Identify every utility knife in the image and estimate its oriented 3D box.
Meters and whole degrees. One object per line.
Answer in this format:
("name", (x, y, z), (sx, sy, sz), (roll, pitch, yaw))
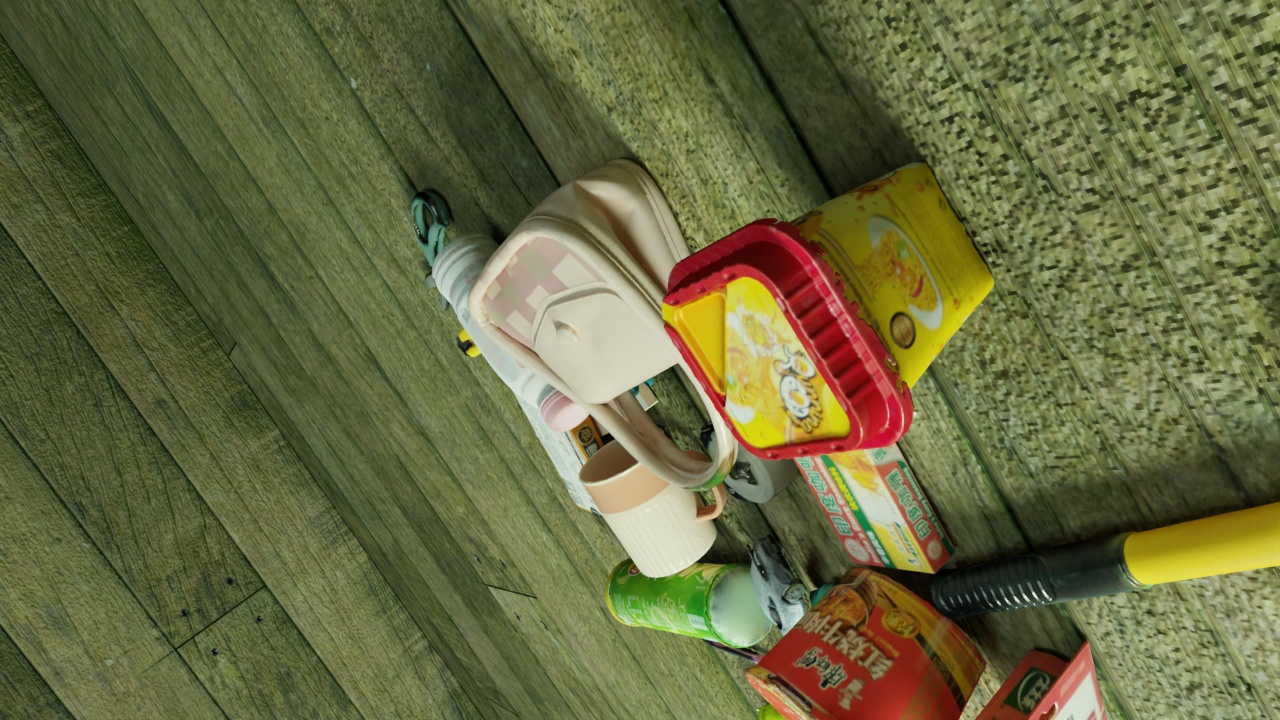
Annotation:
("utility knife", (-0.130, -0.038, 0.874), (0.217, 0.015, 0.033), (-22, 100, 54))

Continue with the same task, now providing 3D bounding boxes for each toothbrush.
("toothbrush", (0.087, 0.295, 0.948), (0.018, 0.014, 0.190), (53, 154, -22))

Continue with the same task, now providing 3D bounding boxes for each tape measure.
("tape measure", (0.082, 0.071, 0.677), (0.066, 0.033, 0.066), (59, 153, -14))

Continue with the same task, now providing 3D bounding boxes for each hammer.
("hammer", (0.248, 0.100, 0.455), (0.129, 0.032, 0.302), (53, 152, 4))

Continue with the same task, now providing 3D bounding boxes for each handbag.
("handbag", (-0.011, -0.007, 0.664), (0.234, 0.093, 0.194), (53, 150, -3))

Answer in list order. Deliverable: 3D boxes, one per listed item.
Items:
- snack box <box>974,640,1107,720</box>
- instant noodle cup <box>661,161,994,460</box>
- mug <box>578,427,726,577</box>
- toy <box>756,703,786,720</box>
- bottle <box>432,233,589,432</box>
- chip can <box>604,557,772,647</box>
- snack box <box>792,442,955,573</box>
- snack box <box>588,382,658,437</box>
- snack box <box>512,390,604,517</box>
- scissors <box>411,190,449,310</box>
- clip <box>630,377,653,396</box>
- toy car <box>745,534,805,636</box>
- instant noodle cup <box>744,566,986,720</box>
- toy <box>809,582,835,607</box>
("snack box", (0.234, 0.245, 0.555), (0.044, 0.113, 0.127), (11, 130, 54))
("instant noodle cup", (0.095, -0.028, 0.445), (0.116, 0.123, 0.116), (57, 153, -6))
("mug", (0.020, 0.118, 0.790), (0.115, 0.081, 0.106), (-20, 109, 31))
("toy", (0.159, 0.369, 0.902), (0.100, 0.031, 0.097), (34, 148, 24))
("bottle", (-0.109, -0.023, 0.786), (0.197, 0.068, 0.068), (53, 155, 27))
("chip can", (0.043, 0.226, 0.873), (0.072, 0.072, 0.222), (57, 153, -7))
("snack box", (0.135, 0.065, 0.594), (0.156, 0.027, 0.077), (59, 153, -10))
("snack box", (-0.047, 0.028, 0.832), (0.084, 0.026, 0.158), (53, 153, -1))
("snack box", (-0.062, 0.082, 0.861), (0.075, 0.026, 0.154), (10, 132, 52))
("scissors", (-0.184, -0.083, 0.926), (0.171, 0.019, 0.177), (43, 149, 18))
("clip", (-0.003, 0.003, 0.745), (0.014, 0.047, 0.057), (29, 142, 41))
("toy car", (0.115, 0.196, 0.746), (0.054, 0.037, 0.121), (-116, 3, -58))
("instant noodle cup", (0.157, 0.216, 0.622), (0.138, 0.108, 0.138), (39, 164, 13))
("toy", (0.165, 0.216, 0.720), (0.092, 0.030, 0.097), (51, 158, 10))
